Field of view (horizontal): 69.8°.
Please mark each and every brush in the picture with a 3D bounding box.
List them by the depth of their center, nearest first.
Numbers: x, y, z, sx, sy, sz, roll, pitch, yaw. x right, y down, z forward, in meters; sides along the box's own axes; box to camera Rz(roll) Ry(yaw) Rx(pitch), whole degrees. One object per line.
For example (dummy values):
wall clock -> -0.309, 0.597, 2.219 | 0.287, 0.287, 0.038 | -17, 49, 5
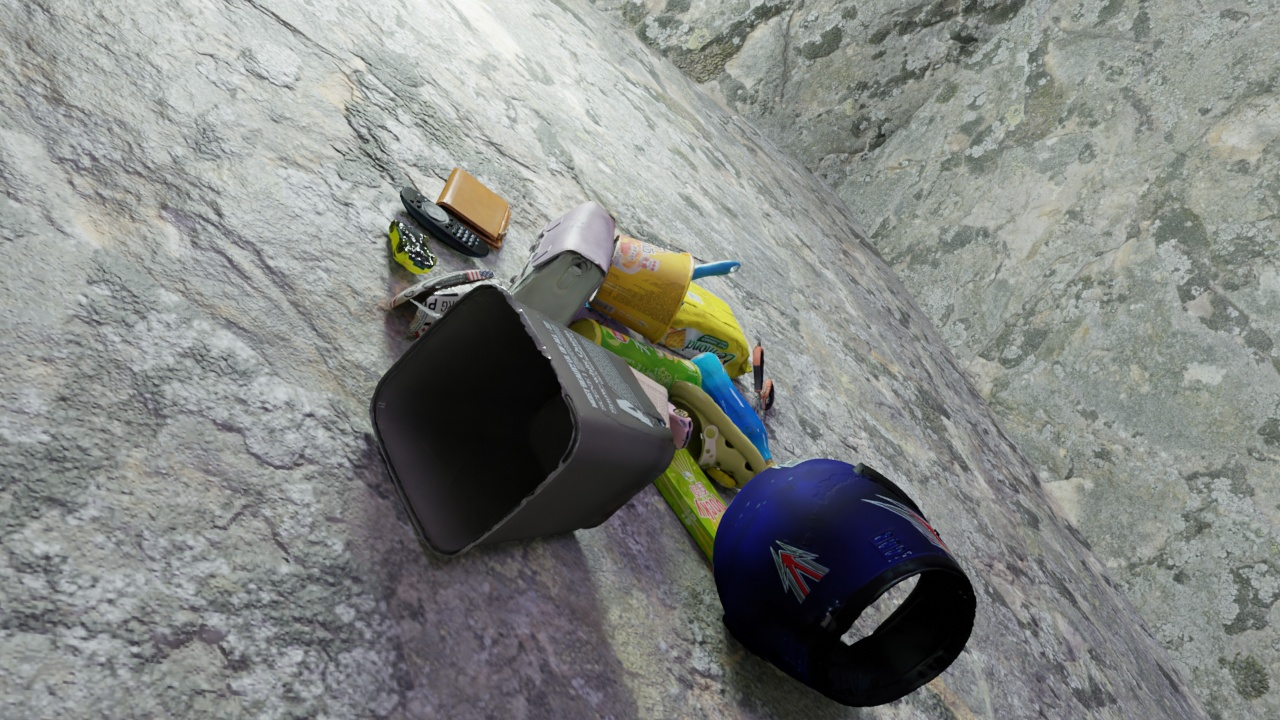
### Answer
brush -> 0.046, -0.119, 1.434 | 0.314, 0.061, 0.109 | -4, 39, -26

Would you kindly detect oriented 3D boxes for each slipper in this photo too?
slipper -> 0.092, 0.113, 1.254 | 0.190, 0.081, 0.092 | 51, -14, -16

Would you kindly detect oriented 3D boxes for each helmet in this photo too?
helmet -> 0.220, 0.241, 1.057 | 0.315, 0.247, 0.240 | 34, 8, -45

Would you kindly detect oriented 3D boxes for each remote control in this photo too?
remote control -> -0.258, -0.175, 1.196 | 0.136, 0.024, 0.053 | 37, 27, -17

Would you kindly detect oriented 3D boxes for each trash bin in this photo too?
trash bin -> -0.098, 0.066, 0.883 | 0.219, 0.199, 0.199 | 17, 36, -57

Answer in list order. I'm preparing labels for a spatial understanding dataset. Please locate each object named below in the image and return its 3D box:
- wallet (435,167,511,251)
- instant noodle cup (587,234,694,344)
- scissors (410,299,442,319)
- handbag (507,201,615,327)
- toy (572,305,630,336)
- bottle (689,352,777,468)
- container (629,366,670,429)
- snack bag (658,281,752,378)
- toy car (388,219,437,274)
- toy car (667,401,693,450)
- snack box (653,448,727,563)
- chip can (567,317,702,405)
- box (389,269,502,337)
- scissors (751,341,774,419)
wallet -> -0.231, -0.214, 1.294 | 0.108, 0.031, 0.131 | 33, 27, -19
instant noodle cup -> -0.003, -0.105, 1.276 | 0.110, 0.138, 0.137 | 23, 29, -11
scissors -> -0.175, -0.018, 0.996 | 0.159, 0.014, 0.180 | 50, 29, -6
handbag -> -0.103, -0.124, 1.218 | 0.098, 0.145, 0.196 | 41, 23, -15
toy -> -0.055, -0.037, 1.291 | 0.108, 0.039, 0.083 | 27, 50, -39
bottle -> 0.140, 0.088, 1.376 | 0.065, 0.065, 0.218 | 6, 45, -55
container -> -0.019, 0.081, 1.104 | 0.090, 0.090, 0.110 | 32, 31, -29
snack bag -> 0.080, -0.074, 1.534 | 0.246, 0.068, 0.157 | 25, 31, -36
toy car -> -0.275, -0.133, 1.095 | 0.048, 0.032, 0.105 | 27, 18, -35
toy car -> 0.016, 0.070, 1.186 | 0.037, 0.056, 0.122 | -19, 44, -43
snack box -> 0.072, 0.180, 1.166 | 0.156, 0.026, 0.085 | 54, 26, 17
chip can -> -0.007, 0.007, 1.255 | 0.221, 0.073, 0.072 | 22, 33, -42
box -> -0.223, -0.080, 1.053 | 0.081, 0.075, 0.163 | 41, 25, 13
scissors -> 0.198, 0.057, 1.528 | 0.189, 0.015, 0.221 | 44, 43, -62
